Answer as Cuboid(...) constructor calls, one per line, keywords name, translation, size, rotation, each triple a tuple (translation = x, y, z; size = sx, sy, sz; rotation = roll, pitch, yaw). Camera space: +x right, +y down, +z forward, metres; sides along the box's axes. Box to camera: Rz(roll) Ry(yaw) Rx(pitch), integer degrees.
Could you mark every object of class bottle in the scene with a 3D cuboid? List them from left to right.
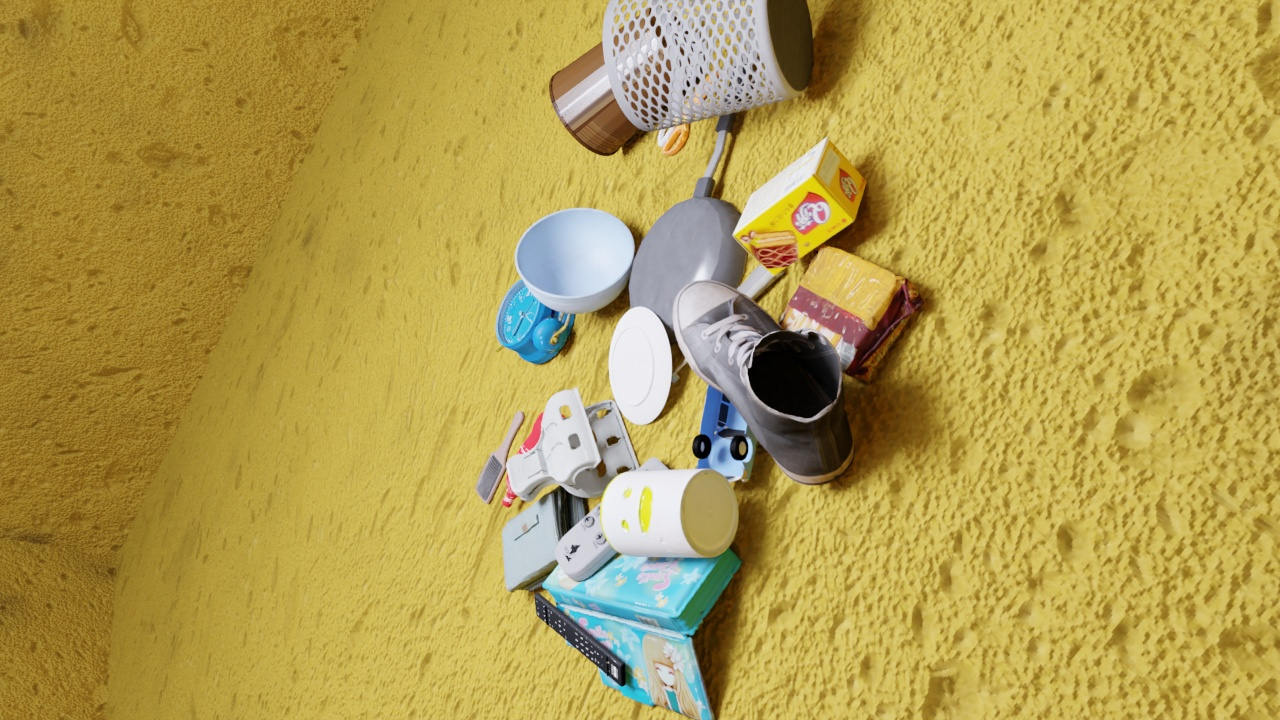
Cuboid(name="bottle", translation=(-0.139, 0.128, 1.174), size=(0.142, 0.042, 0.042), rotation=(-59, 36, 14))

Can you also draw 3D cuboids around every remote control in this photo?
Cuboid(name="remote control", translation=(-0.064, 0.285, 0.942), size=(0.140, 0.009, 0.030), rotation=(26, 129, 41))
Cuboid(name="remote control", translation=(-0.026, 0.165, 0.960), size=(0.151, 0.019, 0.074), rotation=(-42, 25, -5))

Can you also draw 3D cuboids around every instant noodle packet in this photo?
Cuboid(name="instant noodle packet", translation=(0.185, -0.044, 0.831), size=(0.099, 0.039, 0.135), rotation=(-65, 31, 11))

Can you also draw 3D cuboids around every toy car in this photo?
Cuboid(name="toy car", translation=(0.092, 0.047, 0.892), size=(0.056, 0.054, 0.153), rotation=(-2, 70, 38))

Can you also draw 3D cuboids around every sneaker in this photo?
Cuboid(name="sneaker", translation=(0.099, -0.008, 0.803), size=(0.095, 0.120, 0.234), rotation=(-27, 56, -4))

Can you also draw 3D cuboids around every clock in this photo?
Cuboid(name="clock", translation=(-0.135, -0.060, 1.250), size=(0.162, 0.060, 0.116), rotation=(-11, 63, 48))

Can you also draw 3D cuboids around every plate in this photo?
Cuboid(name="plate", translation=(-0.006, 0.006, 1.048), size=(0.135, 0.011, 0.134), rotation=(2, 92, 58))

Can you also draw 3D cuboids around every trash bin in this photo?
Cuboid(name="trash bin", translation=(0.078, -0.342, 0.994), size=(0.184, 0.156, 0.156), rotation=(-2, 70, 30))

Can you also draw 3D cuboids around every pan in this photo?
Cuboid(name="pan", translation=(0.070, -0.193, 1.059), size=(0.179, 0.041, 0.357), rotation=(8, 79, 54))

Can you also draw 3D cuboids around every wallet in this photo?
Cuboid(name="wallet", translation=(-0.118, 0.214, 1.097), size=(0.132, 0.054, 0.100), rotation=(-41, 41, 39))

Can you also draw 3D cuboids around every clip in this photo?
Cuboid(name="clip", translation=(-0.089, 0.098, 1.048), size=(0.151, 0.105, 0.126), rotation=(-17, 42, -5))

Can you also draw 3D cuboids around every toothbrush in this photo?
Cuboid(name="toothbrush", translation=(0.084, -0.039, 0.979), size=(0.186, 0.024, 0.022), rotation=(-48, 1, 28))

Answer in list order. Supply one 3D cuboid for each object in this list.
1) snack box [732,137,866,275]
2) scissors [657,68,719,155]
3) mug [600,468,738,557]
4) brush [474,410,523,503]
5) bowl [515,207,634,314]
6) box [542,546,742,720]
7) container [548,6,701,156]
Cuboid(name="snack box", translation=(0.153, -0.147, 0.883), size=(0.106, 0.061, 0.083), rotation=(-34, 18, 40))
Cuboid(name="scissors", translation=(0.062, -0.319, 1.163), size=(0.129, 0.013, 0.065), rotation=(-54, 38, 22))
Cuboid(name="mug", translation=(0.027, 0.143, 0.861), size=(0.106, 0.082, 0.082), rotation=(-11, 64, 45))
Cuboid(name="brush", translation=(-0.197, 0.130, 1.273), size=(0.050, 0.015, 0.136), rotation=(35, 102, 55))
Cuboid(name="bowl", translation=(-0.079, -0.114, 1.162), size=(0.075, 0.150, 0.150), rotation=(82, 180, -54))
Cuboid(name="box", translation=(-0.011, 0.250, 0.913), size=(0.228, 0.084, 0.171), rotation=(-6, 67, 52))
Cuboid(name="container", translation=(-0.015, -0.369, 1.200), size=(0.168, 0.132, 0.132), rotation=(-29, 50, 35))
